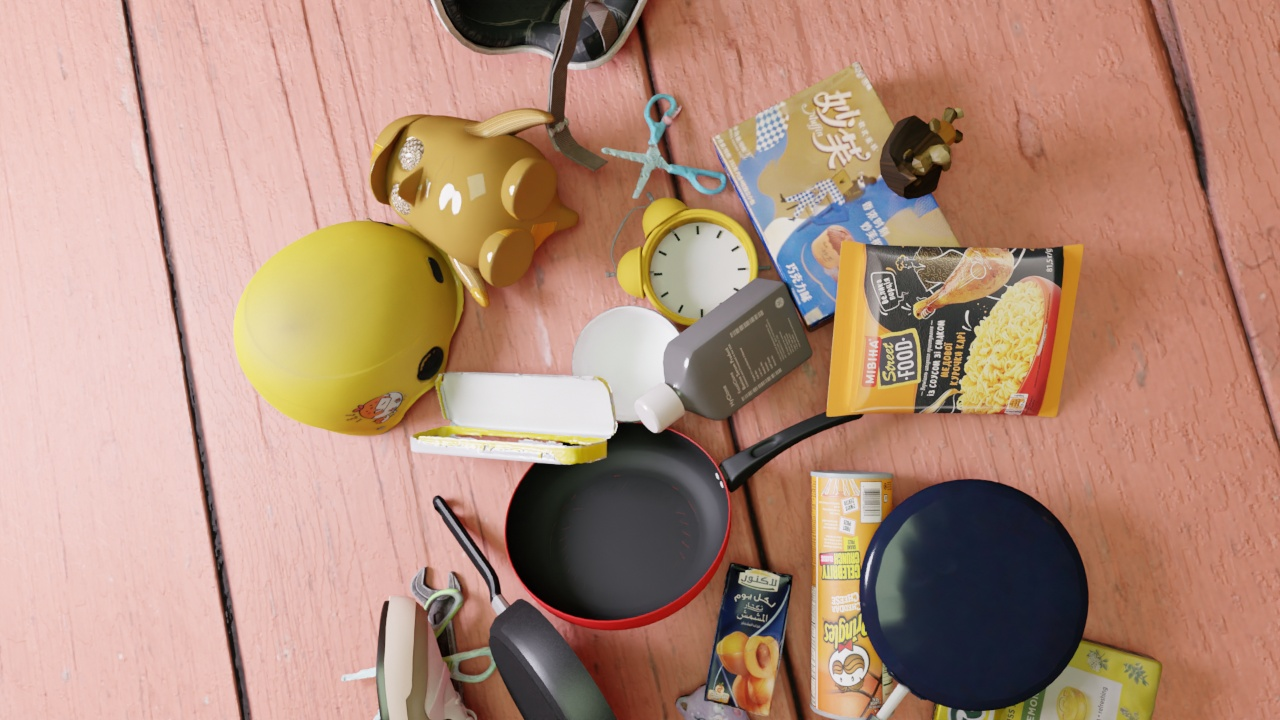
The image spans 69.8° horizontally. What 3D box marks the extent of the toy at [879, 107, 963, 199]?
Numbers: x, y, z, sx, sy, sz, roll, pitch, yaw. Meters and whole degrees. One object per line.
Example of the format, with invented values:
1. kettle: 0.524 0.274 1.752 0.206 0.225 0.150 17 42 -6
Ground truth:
1. toy: 0.253 -0.188 0.804 0.100 0.076 0.063 -41 35 -16

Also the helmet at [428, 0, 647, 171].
1. helmet: -0.093 -0.381 0.868 0.253 0.233 0.233 33 77 21

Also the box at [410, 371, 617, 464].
1. box: -0.130 0.061 0.879 0.210 0.080 0.079 2 112 30

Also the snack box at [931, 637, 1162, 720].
1. snack box: 0.363 0.301 0.821 0.181 0.045 0.121 13 89 11

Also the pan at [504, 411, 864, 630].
1. pan: 0.048 0.123 0.857 0.356 0.067 0.208 -21 49 -6

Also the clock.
1. clock: 0.045 -0.096 0.906 0.152 0.052 0.113 27 91 6

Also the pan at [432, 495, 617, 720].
1. pan: -0.117 0.264 0.859 0.044 0.204 0.355 -29 58 -24

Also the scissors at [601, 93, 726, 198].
1. scissors: 0.031 -0.204 0.915 0.135 0.015 0.135 26 67 -9

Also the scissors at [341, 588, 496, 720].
1. scissors: -0.228 0.302 0.935 0.170 0.028 0.139 -16 87 5

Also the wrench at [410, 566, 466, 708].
1. wrench: -0.193 0.347 0.936 0.070 0.010 0.273 -10 84 9

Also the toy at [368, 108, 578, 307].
1. toy: -0.183 -0.174 0.904 0.203 0.162 0.199 29 109 22

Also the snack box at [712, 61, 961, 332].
1. snack box: 0.183 -0.152 0.873 0.155 0.069 0.202 -26 82 6

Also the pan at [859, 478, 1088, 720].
1. pan: 0.242 0.265 0.791 0.199 0.021 0.356 38 87 2

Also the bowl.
1. bowl: -0.005 0.005 0.899 0.113 0.063 0.113 -1 86 11

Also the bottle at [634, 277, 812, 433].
1. bottle: 0.071 0.004 0.844 0.173 0.046 0.084 -35 115 -19

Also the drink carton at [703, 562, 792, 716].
1. drink carton: 0.101 0.258 0.857 0.064 0.040 0.129 10 71 10

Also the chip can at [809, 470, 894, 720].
1. chip can: 0.194 0.211 0.843 0.075 0.075 0.215 0 86 10

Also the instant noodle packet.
1. instant noodle packet: 0.282 -0.025 0.827 0.220 0.032 0.160 0 105 -5

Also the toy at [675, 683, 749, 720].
1. toy: 0.076 0.356 0.873 0.080 0.036 0.099 -36 82 4

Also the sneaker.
1. sneaker: -0.182 0.366 0.879 0.116 0.112 0.293 -7 87 -16

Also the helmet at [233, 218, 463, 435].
1. helmet: -0.302 -0.043 0.918 0.209 0.139 0.240 39 93 10
